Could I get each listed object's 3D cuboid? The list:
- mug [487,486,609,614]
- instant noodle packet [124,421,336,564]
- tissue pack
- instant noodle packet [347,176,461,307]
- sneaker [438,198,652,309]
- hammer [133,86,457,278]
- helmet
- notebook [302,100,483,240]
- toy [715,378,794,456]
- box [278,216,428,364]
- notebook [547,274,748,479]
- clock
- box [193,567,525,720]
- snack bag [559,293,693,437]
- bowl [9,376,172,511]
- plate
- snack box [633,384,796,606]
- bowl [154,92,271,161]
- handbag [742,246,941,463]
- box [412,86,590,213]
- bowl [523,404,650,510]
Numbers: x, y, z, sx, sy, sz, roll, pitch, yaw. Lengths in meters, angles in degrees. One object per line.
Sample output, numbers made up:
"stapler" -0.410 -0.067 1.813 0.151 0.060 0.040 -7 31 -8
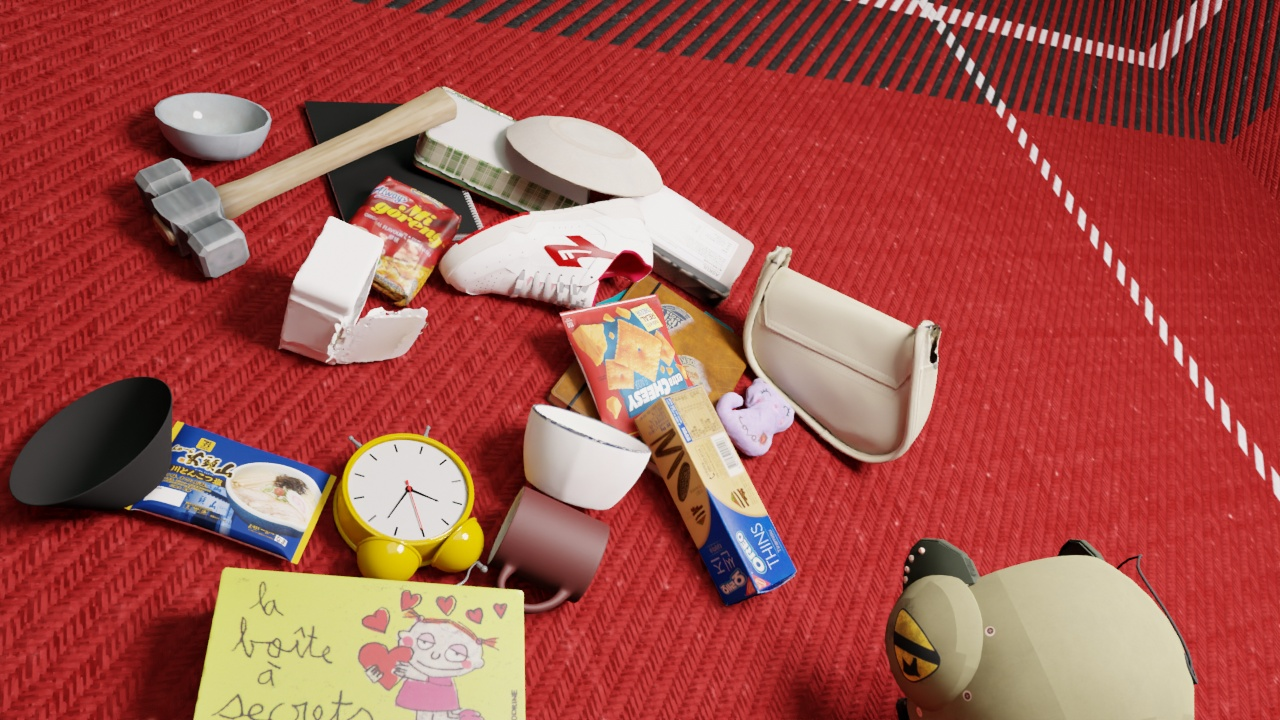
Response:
"mug" -0.082 0.169 0.778 0.082 0.073 0.105 26 44 -8
"instant noodle packet" -0.324 0.105 0.735 0.134 0.026 0.086 22 44 -12
"tissue pack" 0.041 -0.148 1.117 0.181 0.071 0.103 29 62 0
"instant noodle packet" -0.251 -0.122 0.935 0.098 0.040 0.135 28 57 -6
"sneaker" -0.089 -0.097 0.982 0.236 0.091 0.104 -16 75 -30
"hammer" -0.323 -0.199 0.915 0.321 0.051 0.117 -35 70 -29
"helmet" 0.322 0.276 0.770 0.250 0.256 0.232 5 49 -23
"notebook" -0.276 -0.213 1.025 0.148 0.016 0.206 -8 59 -32
"toy" 0.125 0.057 1.005 0.080 0.037 0.099 45 47 -1
"box" -0.248 -0.047 0.842 0.130 0.110 0.102 20 48 -12
"notebook" 0.017 0.003 1.008 0.178 0.014 0.248 34 46 0
"clock" -0.193 0.127 0.770 0.113 0.052 0.151 -6 54 -32
"box" -0.200 0.227 0.666 0.220 0.082 0.124 13 50 -20
"snack bag" -0.006 0.006 0.952 0.130 0.039 0.144 -14 75 -36
"bowl" -0.394 0.074 0.688 0.124 0.052 0.123 -12 42 10
"plate" -0.059 -0.244 1.054 0.188 0.027 0.188 17 29 -10
"snack box" 0.070 0.129 0.884 0.057 0.056 0.206 -16 73 -37
"bowl" -0.431 -0.232 0.929 0.106 0.039 0.106 10 34 -7
"handbag" 0.233 -0.017 1.038 0.229 0.184 0.131 28 41 18
"box" -0.155 -0.233 1.069 0.205 0.050 0.117 21 41 -22
"bowl" -0.055 0.090 0.838 0.116 0.066 0.116 21 4 -2
